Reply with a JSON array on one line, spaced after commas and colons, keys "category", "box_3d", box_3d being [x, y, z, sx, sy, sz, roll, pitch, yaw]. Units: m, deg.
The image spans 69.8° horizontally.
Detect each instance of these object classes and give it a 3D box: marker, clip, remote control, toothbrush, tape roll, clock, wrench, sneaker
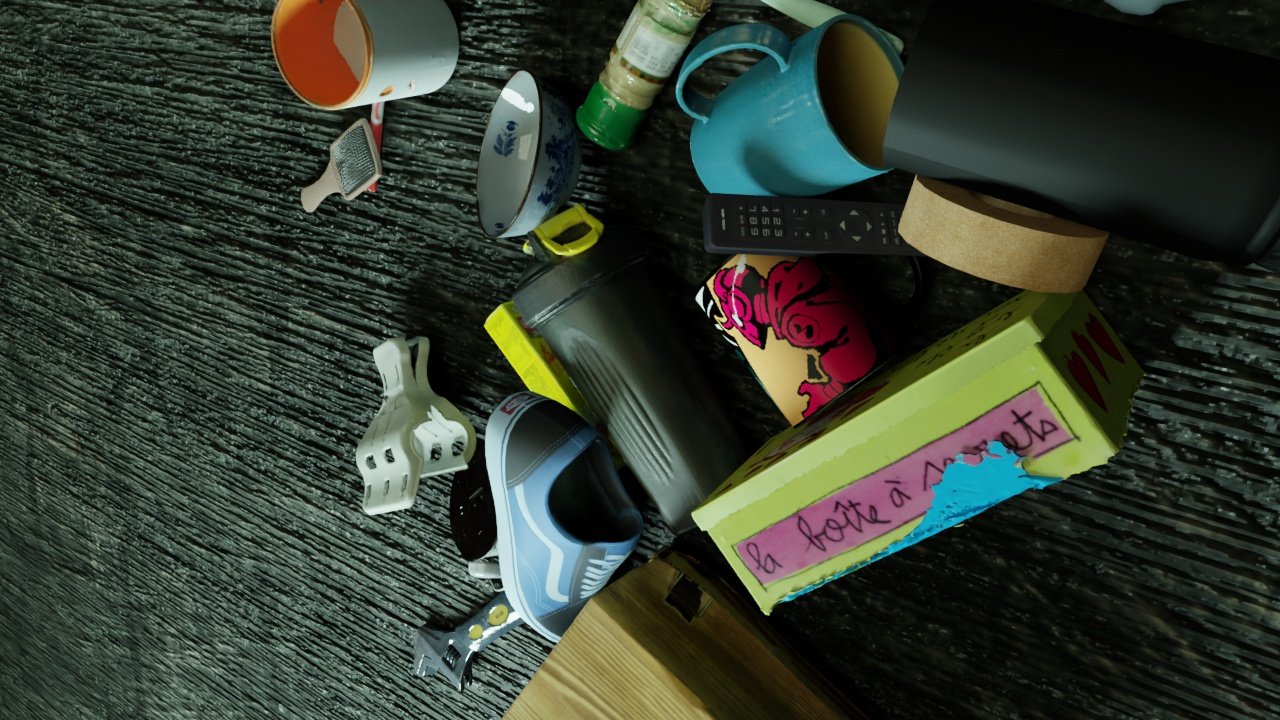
[{"category": "marker", "box_3d": [-0.209, -0.203, 0.732, 0.013, 0.012, 0.142, 30, 121, 24]}, {"category": "clip", "box_3d": [-0.185, 0.055, 0.775, 0.127, 0.101, 0.152, -18, 59, 52]}, {"category": "remote control", "box_3d": [0.101, -0.071, 0.498, 0.015, 0.136, 0.032, 124, 145, -70]}, {"category": "toothbrush", "box_3d": [0.080, -0.206, 0.522, 0.155, 0.022, 0.015, 33, 148, 20]}, {"category": "tape roll", "box_3d": [0.178, -0.066, 0.453, 0.094, 0.093, 0.027, 27, 120, 26]}, {"category": "clock", "box_3d": [-0.115, 0.123, 0.734, 0.095, 0.035, 0.122, -42, 51, 40]}, {"category": "wrench", "box_3d": [-0.137, 0.237, 0.829, 0.274, 0.022, 0.073, -43, 73, 38]}, {"category": "sneaker", "box_3d": [-0.044, 0.137, 0.653, 0.098, 0.083, 0.242, 25, 138, 36]}]

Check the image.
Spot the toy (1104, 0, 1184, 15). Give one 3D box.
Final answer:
[{"category": "toy", "box_3d": [0.169, -0.225, 0.400, 0.172, 0.119, 0.222, -40, 87, 33]}]

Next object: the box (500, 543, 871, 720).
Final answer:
[{"category": "box", "box_3d": [0.048, 0.303, 0.652, 0.279, 0.191, 0.252, 41, 110, 18]}]

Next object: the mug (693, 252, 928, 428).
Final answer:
[{"category": "mug", "box_3d": [0.107, -0.035, 0.532, 0.118, 0.081, 0.098, -38, 82, 10]}]

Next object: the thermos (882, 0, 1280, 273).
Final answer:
[{"category": "thermos", "box_3d": [0.219, -0.100, 0.407, 0.199, 0.085, 0.086, 22, 118, 18]}]

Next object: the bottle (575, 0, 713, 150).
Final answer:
[{"category": "bottle", "box_3d": [0.001, -0.186, 0.571, 0.043, 0.043, 0.111, 45, 125, 14]}]

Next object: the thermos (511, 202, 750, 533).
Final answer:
[{"category": "thermos", "box_3d": [-0.004, 0.004, 0.611, 0.098, 0.097, 0.221, -29, 93, 38]}]

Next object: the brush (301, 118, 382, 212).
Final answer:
[{"category": "brush", "box_3d": [-0.260, -0.155, 0.773, 0.136, 0.015, 0.050, -18, 88, 45]}]

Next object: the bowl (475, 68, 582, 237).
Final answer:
[{"category": "bowl", "box_3d": [-0.071, -0.135, 0.623, 0.114, 0.045, 0.114, -24, 63, 57]}]

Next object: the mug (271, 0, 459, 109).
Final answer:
[{"category": "mug", "box_3d": [-0.190, -0.224, 0.644, 0.082, 0.105, 0.082, 9, 114, 22]}]

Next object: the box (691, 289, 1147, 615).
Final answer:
[{"category": "box", "box_3d": [0.146, 0.045, 0.498, 0.079, 0.124, 0.222, 54, 129, 5]}]

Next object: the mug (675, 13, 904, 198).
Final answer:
[{"category": "mug", "box_3d": [0.072, -0.135, 0.498, 0.104, 0.112, 0.084, -14, 53, 51]}]

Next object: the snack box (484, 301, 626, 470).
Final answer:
[{"category": "snack box", "box_3d": [-0.056, 0.019, 0.684, 0.148, 0.040, 0.029, 53, 127, 8]}]
